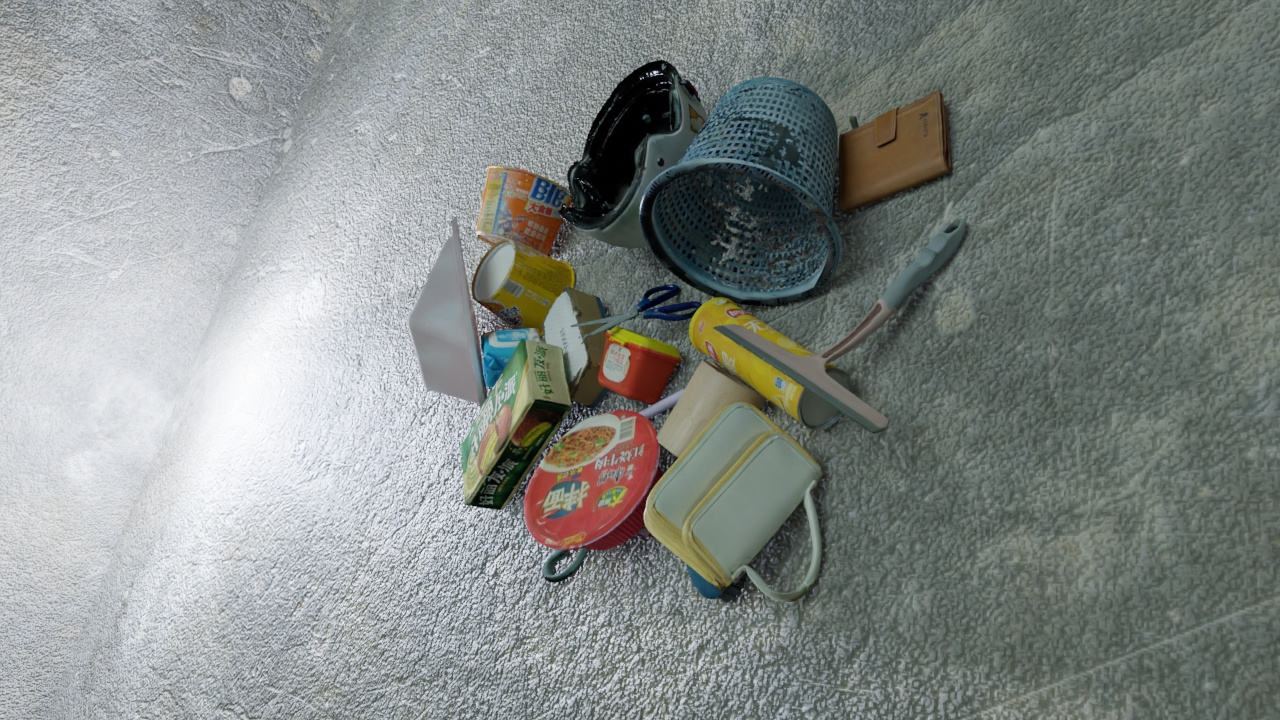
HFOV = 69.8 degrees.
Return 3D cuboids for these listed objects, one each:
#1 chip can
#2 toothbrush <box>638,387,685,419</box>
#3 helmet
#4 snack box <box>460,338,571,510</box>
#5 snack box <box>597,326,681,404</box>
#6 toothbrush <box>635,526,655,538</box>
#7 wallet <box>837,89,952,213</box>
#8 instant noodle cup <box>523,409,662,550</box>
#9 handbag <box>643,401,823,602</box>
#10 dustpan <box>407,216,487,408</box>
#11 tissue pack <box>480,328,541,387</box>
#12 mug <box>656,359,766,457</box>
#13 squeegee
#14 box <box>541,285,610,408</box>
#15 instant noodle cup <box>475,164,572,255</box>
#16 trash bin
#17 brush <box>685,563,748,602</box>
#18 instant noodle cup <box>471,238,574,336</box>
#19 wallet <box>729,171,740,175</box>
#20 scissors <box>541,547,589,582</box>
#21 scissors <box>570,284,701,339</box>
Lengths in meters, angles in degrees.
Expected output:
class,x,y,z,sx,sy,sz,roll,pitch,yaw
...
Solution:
class,x,y,z,sx,sy,sz,roll,pitch,yaw
chip can,0.137,0.000,1.008,0.072,0.072,0.213,-56,38,5
toothbrush,-0.005,0.078,1.161,0.190,0.021,0.029,-32,13,30
helmet,0.018,-0.260,1.245,0.231,0.157,0.273,-34,34,36
snack box,-0.175,0.092,1.258,0.241,0.063,0.114,-55,34,37
snack box,-0.007,0.007,1.163,0.091,0.082,0.080,24,95,53
toothbrush,0.000,0.199,1.071,0.188,0.017,0.016,5,67,47
wallet,0.283,-0.238,1.033,0.131,0.035,0.119,-19,60,41
instant noodle cup,-0.044,0.152,1.089,0.194,0.066,0.193,-26,39,23
handbag,0.112,0.147,0.906,0.179,0.063,0.163,39,72,17
dustpan,-0.256,-0.047,1.422,0.139,0.223,0.272,12,53,10
tissue pack,-0.185,-0.007,1.328,0.140,0.090,0.063,-124,30,-71
mug,0.074,0.060,1.043,0.103,0.084,0.124,-58,13,5
squeegee,0.240,-0.054,0.921,0.249,0.040,0.248,-41,39,-8
box,-0.083,-0.017,1.271,0.090,0.059,0.184,-51,39,30
instant noodle cup,-0.193,-0.235,1.484,0.151,0.151,0.111,13,84,51
trash bin,0.135,-0.207,1.052,0.227,0.226,0.194,-13,45,44
brush,0.076,0.176,0.958,0.055,0.073,0.143,-34,41,50
instant noodle cup,-0.187,-0.116,1.421,0.138,0.109,0.137,-29,47,36
wallet,0.152,-0.299,1.227,0.087,0.024,0.115,15,80,47
scissors,-0.097,0.191,1.189,0.180,0.019,0.170,31,91,50
scissors,-0.004,-0.064,1.178,0.165,0.012,0.156,1,31,10
